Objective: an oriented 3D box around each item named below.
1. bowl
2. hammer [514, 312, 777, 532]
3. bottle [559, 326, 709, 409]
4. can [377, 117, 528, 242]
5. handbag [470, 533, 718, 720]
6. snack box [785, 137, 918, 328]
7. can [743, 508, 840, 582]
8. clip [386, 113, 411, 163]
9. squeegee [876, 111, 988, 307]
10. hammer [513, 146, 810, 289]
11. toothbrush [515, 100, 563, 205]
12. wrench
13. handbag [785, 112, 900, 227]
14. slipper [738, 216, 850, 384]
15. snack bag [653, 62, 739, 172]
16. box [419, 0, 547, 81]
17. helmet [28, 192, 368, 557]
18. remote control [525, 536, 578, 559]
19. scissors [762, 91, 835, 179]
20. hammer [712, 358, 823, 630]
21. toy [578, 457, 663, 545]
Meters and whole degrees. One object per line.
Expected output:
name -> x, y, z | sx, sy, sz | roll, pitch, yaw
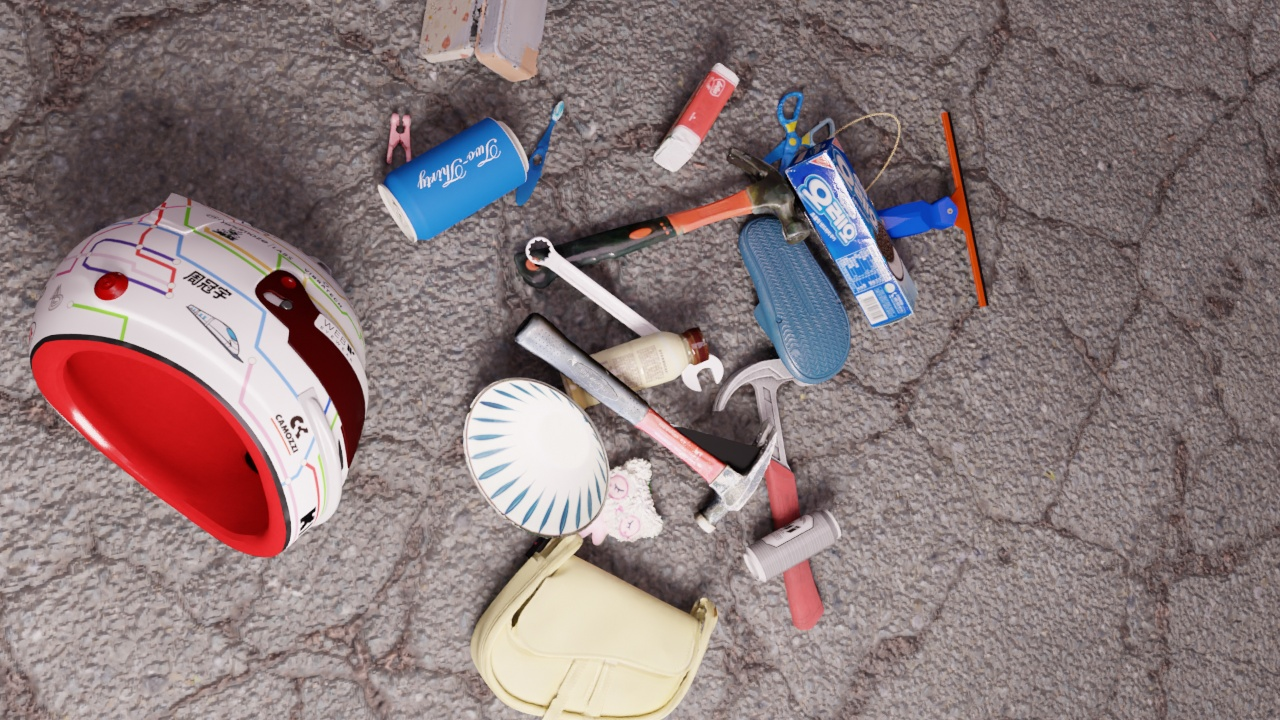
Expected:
bowl -> -0.094, 0.092, 0.967 | 0.177, 0.178, 0.070 | 62, 33, -3
hammer -> 0.007, 0.051, 0.977 | 0.326, 0.036, 0.140 | 38, 97, -22
bottle -> -0.006, 0.006, 1.008 | 0.162, 0.056, 0.056 | -18, 91, -5
can -> -0.196, -0.192, 0.973 | 0.146, 0.079, 0.079 | -35, 95, -16
handbag -> -0.048, 0.296, 0.964 | 0.233, 0.089, 0.190 | 29, 83, -12
snack box -> 0.252, -0.148, 1.081 | 0.226, 0.059, 0.059 | 56, 35, -16
can -> 0.171, 0.208, 1.035 | 0.106, 0.044, 0.044 | -26, 93, -12
clip -> -0.255, -0.238, 0.991 | 0.037, 0.022, 0.058 | 1, 83, -13
squeegee -> 0.328, -0.173, 1.137 | 0.184, 0.055, 0.249 | -12, 91, -6
hammer -> 0.019, -0.150, 1.046 | 0.332, 0.033, 0.133 | -20, 74, -13
toothbrush -> -0.113, -0.234, 1.033 | 0.021, 0.016, 0.132 | 23, 79, -11
wrench -> -0.015, -0.050, 1.026 | 0.273, 0.009, 0.047 | 36, 96, -18
handbag -> 0.261, -0.245, 1.134 | 0.177, 0.027, 0.084 | -41, 105, -16
slipper -> 0.179, -0.072, 1.084 | 0.103, 0.059, 0.213 | -15, 75, -18
snack bag -> 0.064, -0.278, 1.056 | 0.036, 0.077, 0.115 | 33, 77, -9
box -> -0.164, -0.424, 1.022 | 0.105, 0.096, 0.216 | 16, 79, -49
helmet -> -0.365, 0.000, 0.828 | 0.314, 0.232, 0.235 | 39, 40, -4
remote control -> -0.070, 0.240, 1.009 | 0.124, 0.010, 0.039 | 42, 76, -10
scissors -> 0.193, -0.262, 1.129 | 0.105, 0.019, 0.131 | 18, 84, -12
hammer -> 0.165, 0.157, 1.074 | 0.126, 0.036, 0.315 | -9, 89, -14
toy -> -0.030, 0.163, 1.014 | 0.109, 0.041, 0.095 | -15, 91, -11
